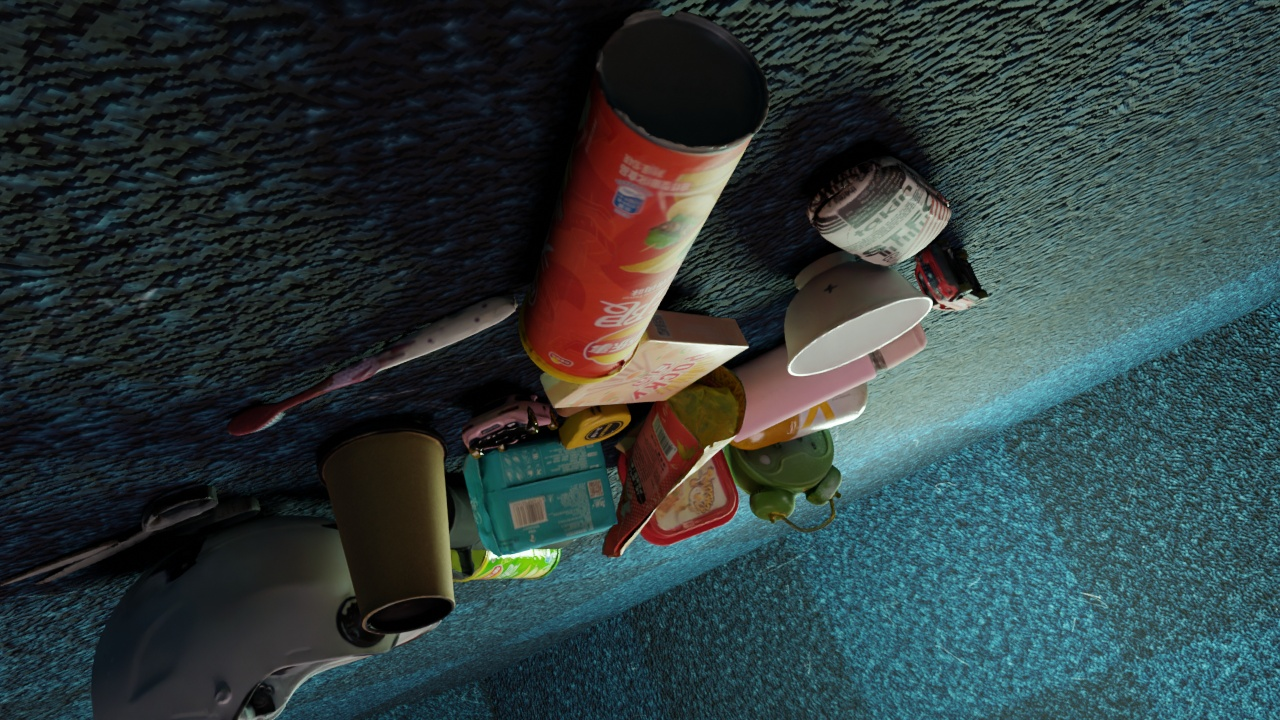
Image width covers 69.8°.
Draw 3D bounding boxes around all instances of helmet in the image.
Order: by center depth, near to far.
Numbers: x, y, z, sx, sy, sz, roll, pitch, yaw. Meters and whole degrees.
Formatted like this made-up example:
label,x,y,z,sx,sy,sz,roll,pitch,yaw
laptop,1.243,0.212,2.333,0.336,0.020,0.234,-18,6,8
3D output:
label,x,y,z,sx,sy,sz,roll,pitch,yaw
helmet,-0.299,0.202,0.722,0.257,0.146,0.230,-17,164,-46

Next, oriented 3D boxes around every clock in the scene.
label,x,y,z,sx,sy,sz,roll,pitch,yaw
clock,0.153,0.111,0.991,0.116,0.161,0.056,-15,151,-24

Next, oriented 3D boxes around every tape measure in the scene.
label,x,y,z,sx,sy,sz,roll,pitch,yaw
tape measure,-0.038,0.049,0.788,0.057,0.029,0.060,-11,157,-30

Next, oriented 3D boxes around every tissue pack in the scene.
label,x,y,z,sx,sy,sz,roll,pitch,yaw
tissue pack,-0.084,0.114,0.808,0.133,0.093,0.050,-7,172,-37

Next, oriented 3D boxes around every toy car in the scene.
label,x,y,z,sx,sy,sz,roll,pitch,yaw
toy car,-0.100,0.048,0.703,0.056,0.037,0.122,-22,175,5
toy car,0.261,-0.068,0.782,0.045,0.053,0.120,-29,162,25

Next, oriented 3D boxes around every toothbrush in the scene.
label,x,y,z,sx,sy,sz,roll,pitch,yaw
toothbrush,-0.157,0.004,0.540,0.187,0.016,0.017,-24,170,3

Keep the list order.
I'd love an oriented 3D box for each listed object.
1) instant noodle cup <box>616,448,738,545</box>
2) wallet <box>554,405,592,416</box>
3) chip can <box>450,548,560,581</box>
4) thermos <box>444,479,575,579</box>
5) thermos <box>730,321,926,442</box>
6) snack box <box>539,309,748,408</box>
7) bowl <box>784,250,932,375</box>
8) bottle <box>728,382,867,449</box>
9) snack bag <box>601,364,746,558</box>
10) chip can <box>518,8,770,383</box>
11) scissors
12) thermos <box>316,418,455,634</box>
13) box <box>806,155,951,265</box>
label,x,y,z,sx,sy,sz,roll,pitch,yaw
instant noodle cup,0.031,0.137,1.009,0.116,0.116,0.124,-17,172,-16
wallet,-0.004,0.004,0.723,0.115,0.020,0.101,-17,163,-27
chip can,-0.158,0.213,1.040,0.073,0.072,0.221,-26,162,9
thermos,-0.139,0.163,0.896,0.068,0.090,0.242,-13,167,20
thermos,0.164,0.002,0.861,0.199,0.067,0.087,-28,-167,9
snack box,0.008,-0.001,0.640,0.085,0.026,0.157,-35,163,25
bowl,0.153,-0.044,0.701,0.118,0.064,0.118,-21,161,-8
bottle,0.147,0.050,0.953,0.189,0.068,0.068,-14,160,-25
snack bag,0.016,0.086,0.834,0.073,0.128,0.208,17,142,-15
chip can,-0.008,-0.063,0.440,0.073,0.073,0.217,-15,160,-23
scissors,-0.356,0.127,0.652,0.162,0.014,0.165,-4,154,-43
thermos,-0.172,0.112,0.642,0.093,0.143,0.093,-15,149,-9
box,0.163,-0.093,0.602,0.164,0.051,0.069,4,128,-54
